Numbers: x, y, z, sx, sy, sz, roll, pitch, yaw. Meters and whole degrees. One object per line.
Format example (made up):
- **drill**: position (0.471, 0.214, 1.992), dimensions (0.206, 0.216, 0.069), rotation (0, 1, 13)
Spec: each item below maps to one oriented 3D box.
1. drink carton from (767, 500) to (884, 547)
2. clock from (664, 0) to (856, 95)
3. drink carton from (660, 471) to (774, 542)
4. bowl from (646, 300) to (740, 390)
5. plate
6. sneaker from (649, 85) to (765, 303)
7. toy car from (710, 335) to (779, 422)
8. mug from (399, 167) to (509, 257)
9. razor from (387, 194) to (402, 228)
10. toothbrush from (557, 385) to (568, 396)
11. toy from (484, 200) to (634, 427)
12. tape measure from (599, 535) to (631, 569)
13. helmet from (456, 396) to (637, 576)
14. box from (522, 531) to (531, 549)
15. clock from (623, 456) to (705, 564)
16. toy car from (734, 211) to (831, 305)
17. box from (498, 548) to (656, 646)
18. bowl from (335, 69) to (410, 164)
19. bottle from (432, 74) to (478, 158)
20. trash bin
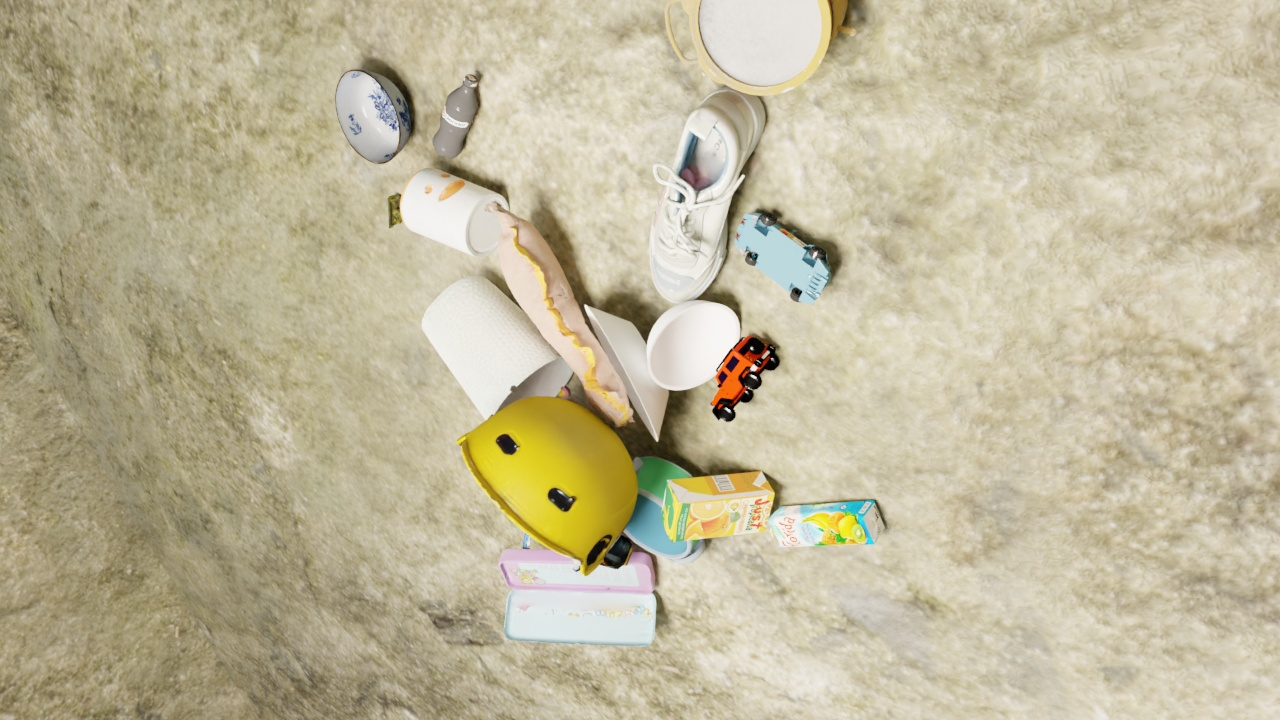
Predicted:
- **drink carton**: position (0.202, 0.181, 1.009), dimensions (0.129, 0.038, 0.044), rotation (-13, 107, 43)
- **clock**: position (0.095, -0.292, 0.771), dimensions (0.159, 0.081, 0.117), rotation (-3, 125, 30)
- **drink carton**: position (0.090, 0.165, 1.039), dimensions (0.041, 0.122, 0.058), rotation (-117, 29, -53)
- **bowl**: position (0.048, -0.025, 0.978), dimensions (0.040, 0.109, 0.110), rotation (53, 145, 44)
- **plate**: position (-0.006, 0.006, 1.037), dimensions (0.174, 0.036, 0.174), rotation (61, 175, 9)
- **sneaker**: position (0.045, -0.148, 0.898), dimensions (0.089, 0.090, 0.243), rotation (34, 133, 17)
- **toy car**: position (0.105, 0.018, 0.978), dimensions (0.049, 0.051, 0.100), rotation (40, 134, 8)
- **mug**: position (-0.223, -0.179, 1.105), dimensions (0.105, 0.082, 0.082), rotation (24, 129, 25)
- **razor**: position (-0.287, -0.180, 1.201), dimensions (0.106, 0.026, 0.043), rotation (25, 127, 21)
- **toothbrush**: position (-0.150, 0.015, 1.211), dimensions (0.135, 0.016, 0.021), rotation (29, 124, 23)
- **toy**: position (-0.090, -0.043, 1.034), dimensions (0.264, 0.065, 0.196), rotation (59, 180, 18)
- **tape measure**: position (-0.047, 0.239, 1.178), dimensions (0.072, 0.042, 0.071), rotation (8, 150, 38)
- **helmet**: position (-0.086, 0.118, 1.012), dimensions (0.209, 0.139, 0.240), rotation (44, 174, 11)
- **box**: position (-0.120, 0.167, 1.228), dimensions (0.084, 0.090, 0.231), rotation (34, 133, 20)
- **clock**: position (0.029, 0.193, 1.141), dimensions (0.122, 0.075, 0.162), rotation (20, 139, 28)
- **toy car**: position (0.142, -0.103, 0.891), dimensions (0.108, 0.027, 0.060), rotation (42, 136, 25)
- **box**: position (-0.086, 0.321, 1.258), dimensions (0.214, 0.062, 0.140), rotation (-1, 99, 11)
- **bowl**: position (-0.321, -0.304, 1.133), dimensions (0.114, 0.045, 0.114), rotation (20, 127, 29)
- **bottle**: position (-0.211, -0.283, 1.062), dimensions (0.036, 0.036, 0.110), rotation (45, 135, 9)
- **trash bin**: position (-0.182, -0.014, 1.144), dimensions (0.161, 0.133, 0.134), rotation (47, 136, 16)
